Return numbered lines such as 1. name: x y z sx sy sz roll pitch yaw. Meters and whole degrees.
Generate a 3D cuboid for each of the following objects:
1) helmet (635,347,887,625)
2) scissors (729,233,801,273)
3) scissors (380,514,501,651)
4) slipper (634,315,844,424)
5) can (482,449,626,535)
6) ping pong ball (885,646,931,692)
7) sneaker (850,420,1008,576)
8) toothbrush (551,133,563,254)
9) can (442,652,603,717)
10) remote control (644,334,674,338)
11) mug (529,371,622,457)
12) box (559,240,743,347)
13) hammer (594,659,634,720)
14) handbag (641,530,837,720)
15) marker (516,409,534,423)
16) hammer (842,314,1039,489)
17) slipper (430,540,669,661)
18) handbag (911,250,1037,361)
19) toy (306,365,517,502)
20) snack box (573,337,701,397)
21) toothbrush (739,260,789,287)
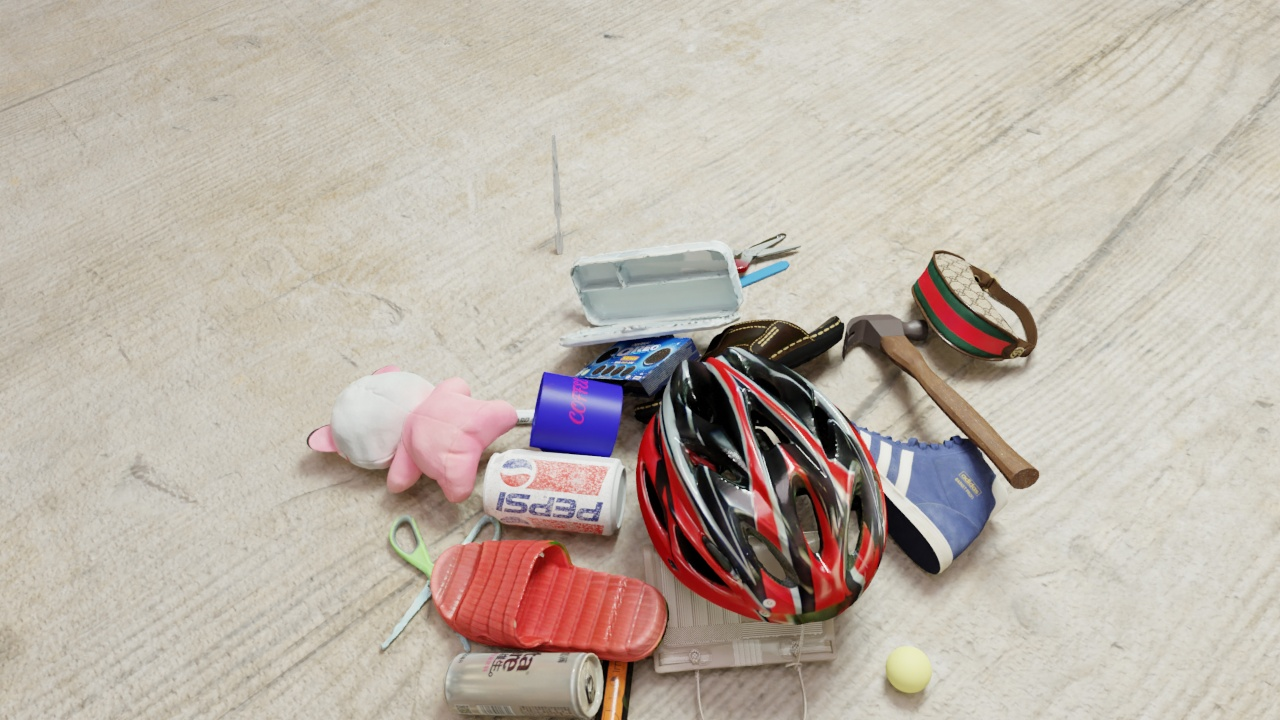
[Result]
1. helmet: 0.109 0.109 0.837 0.217 0.167 0.271 -18 46 -14
2. scissors: 0.104 -0.125 1.178 0.179 0.015 0.186 7 38 20
3. scissors: -0.199 0.216 0.924 0.167 0.023 0.171 -23 57 -21
4. slipper: 0.108 -0.002 1.027 0.267 0.113 0.075 -24 84 -18
5. can: -0.086 0.134 0.943 0.136 0.078 0.078 5 51 8
6. ping pong ball: 0.241 0.278 0.824 0.040 0.040 0.040 -2 50 2
7. sneaker: 0.267 0.094 0.942 0.118 0.091 0.233 -31 56 -15
8. toothbrush: -0.107 -0.209 1.162 0.010 0.182 0.010 -13 47 -14
9. can: -0.105 0.287 0.812 0.136 0.054 0.054 -7 48 20
10. remote control: 0.017 -0.043 1.126 0.046 0.009 0.124 -9 50 -3
11. mug: -0.072 0.069 0.976 0.083 0.111 0.079 11 48 -9
12. box: 0.005 -0.054 1.044 0.216 0.107 0.124 -5 36 28
13. hammer: -0.017 0.345 0.791 0.138 0.035 0.313 1 50 8
14. handbag: 0.096 0.265 0.848 0.175 0.062 0.197 -5 59 1
15. marker: -0.157 0.064 1.045 0.146 0.017 0.017 -2 50 3
16. hammer: 0.310 0.030 0.960 0.115 0.033 0.322 -3 29 -12
17. slipper: -0.097 0.218 0.854 0.249 0.059 0.103 7 56 24
18. handbag: 0.397 -0.065 1.080 0.138 0.063 0.166 15 36 -20
19. toy: -0.248 0.069 0.994 0.213 0.084 0.141 15 61 29
20. snack box: -0.006 0.006 1.023 0.082 0.027 0.150 -40 21 -25
21. toothbrush: 0.117 -0.097 1.161 0.166 0.014 0.016 -23 53 -15
